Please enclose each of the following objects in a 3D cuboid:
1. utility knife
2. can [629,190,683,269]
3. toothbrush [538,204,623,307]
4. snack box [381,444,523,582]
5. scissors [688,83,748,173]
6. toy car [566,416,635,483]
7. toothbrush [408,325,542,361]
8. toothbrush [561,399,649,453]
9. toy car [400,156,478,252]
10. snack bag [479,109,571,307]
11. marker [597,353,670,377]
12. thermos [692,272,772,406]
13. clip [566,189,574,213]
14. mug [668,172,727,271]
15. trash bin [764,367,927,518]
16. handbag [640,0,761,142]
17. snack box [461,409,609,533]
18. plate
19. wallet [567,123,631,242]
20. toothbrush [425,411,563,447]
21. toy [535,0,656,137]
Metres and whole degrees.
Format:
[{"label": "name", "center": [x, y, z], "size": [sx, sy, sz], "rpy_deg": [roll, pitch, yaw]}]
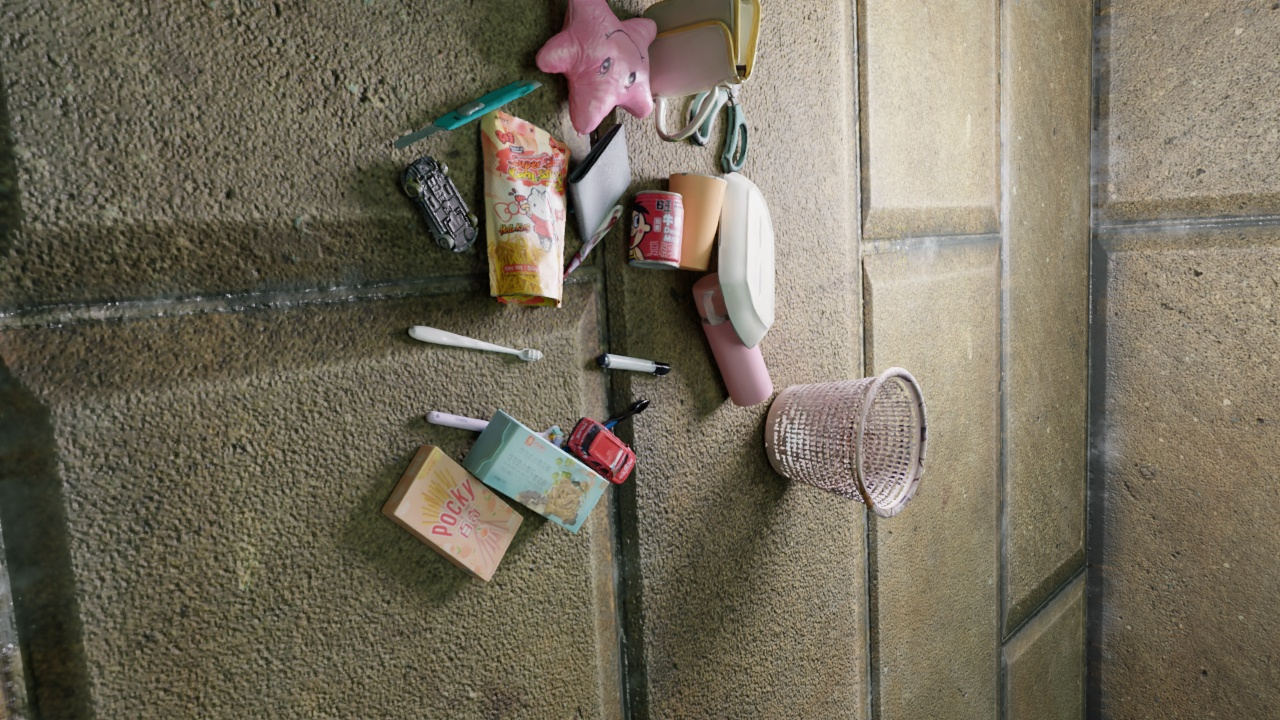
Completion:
[{"label": "utility knife", "center": [-0.183, -0.267, 0.982], "size": [0.208, 0.029, 0.013], "rpy_deg": [-41, 148, -38]}, {"label": "can", "center": [0.021, -0.168, 1.185], "size": [0.066, 0.067, 0.094], "rpy_deg": [5, 89, -48]}, {"label": "toothbrush", "center": [-0.069, -0.130, 1.125], "size": [0.187, 0.017, 0.016], "rpy_deg": [-55, 130, -29]}, {"label": "snack box", "center": [-0.200, 0.168, 0.997], "size": [0.157, 0.026, 0.084], "rpy_deg": [49, 58, -38]}, {"label": "scissors", "center": [0.113, -0.360, 1.309], "size": [0.169, 0.019, 0.177], "rpy_deg": [0, 94, -47]}, {"label": "toy car", "center": [-0.044, 0.115, 1.141], "size": [0.053, 0.045, 0.120], "rpy_deg": [-58, 142, -12]}, {"label": "toothbrush", "center": [-0.179, -0.018, 1.014], "size": [0.179, 0.016, 0.016], "rpy_deg": [12, 77, -47]}, {"label": "toothbrush", "center": [-0.053, 0.088, 1.166], "size": [0.189, 0.016, 0.014], "rpy_deg": [-29, 123, -40]}, {"label": "toy car", "center": [-0.210, -0.161, 0.957], "size": [0.048, 0.031, 0.105], "rpy_deg": [-49, 125, -33]}, {"label": "snack bag", "center": [-0.127, -0.166, 1.035], "size": [0.128, 0.073, 0.207], "rpy_deg": [8, 80, -47]}, {"label": "marker", "center": [-0.007, 0.007, 1.205], "size": [0.130, 0.018, 0.022], "rpy_deg": [7, 97, -48]}, {"label": "thermos", "center": [0.130, -0.025, 1.311], "size": [0.087, 0.067, 0.199], "rpy_deg": [-72, 145, -55]}, {"label": "clip", "center": [-0.075, -0.204, 1.117], "size": [0.056, 0.015, 0.048], "rpy_deg": [-54, 127, -29]}, {"label": "mug", "center": [0.069, -0.185, 1.236], "size": [0.078, 0.078, 0.123], "rpy_deg": [7, 93, -48]}, {"label": "trash bin", "center": [0.312, 0.120, 1.433], "size": [0.227, 0.192, 0.227], "rpy_deg": [-4, 95, -48]}, {"label": "handbag", "center": [0.063, -0.366, 1.146], "size": [0.063, 0.164, 0.178], "rpy_deg": [5, 89, -46]}, {"label": "snack box", "center": [-0.117, 0.129, 1.050], "size": [0.074, 0.052, 0.175], "rpy_deg": [-55, 135, -6]}, {"label": "plate", "center": [0.155, -0.146, 1.292], "size": [0.162, 0.034, 0.265], "rpy_deg": [50, 38, -49]}, {"label": "wallet", "center": [-0.048, -0.217, 1.119], "size": [0.120, 0.019, 0.097], "rpy_deg": [-57, 157, -30]}, {"label": "toothbrush", "center": [-0.162, 0.077, 1.036], "size": [0.189, 0.021, 0.029], "rpy_deg": [15, 63, -45]}, {"label": "toy", "center": [-0.044, -0.347, 1.096], "size": [0.194, 0.075, 0.178], "rpy_deg": [19, 87, -49]}]
